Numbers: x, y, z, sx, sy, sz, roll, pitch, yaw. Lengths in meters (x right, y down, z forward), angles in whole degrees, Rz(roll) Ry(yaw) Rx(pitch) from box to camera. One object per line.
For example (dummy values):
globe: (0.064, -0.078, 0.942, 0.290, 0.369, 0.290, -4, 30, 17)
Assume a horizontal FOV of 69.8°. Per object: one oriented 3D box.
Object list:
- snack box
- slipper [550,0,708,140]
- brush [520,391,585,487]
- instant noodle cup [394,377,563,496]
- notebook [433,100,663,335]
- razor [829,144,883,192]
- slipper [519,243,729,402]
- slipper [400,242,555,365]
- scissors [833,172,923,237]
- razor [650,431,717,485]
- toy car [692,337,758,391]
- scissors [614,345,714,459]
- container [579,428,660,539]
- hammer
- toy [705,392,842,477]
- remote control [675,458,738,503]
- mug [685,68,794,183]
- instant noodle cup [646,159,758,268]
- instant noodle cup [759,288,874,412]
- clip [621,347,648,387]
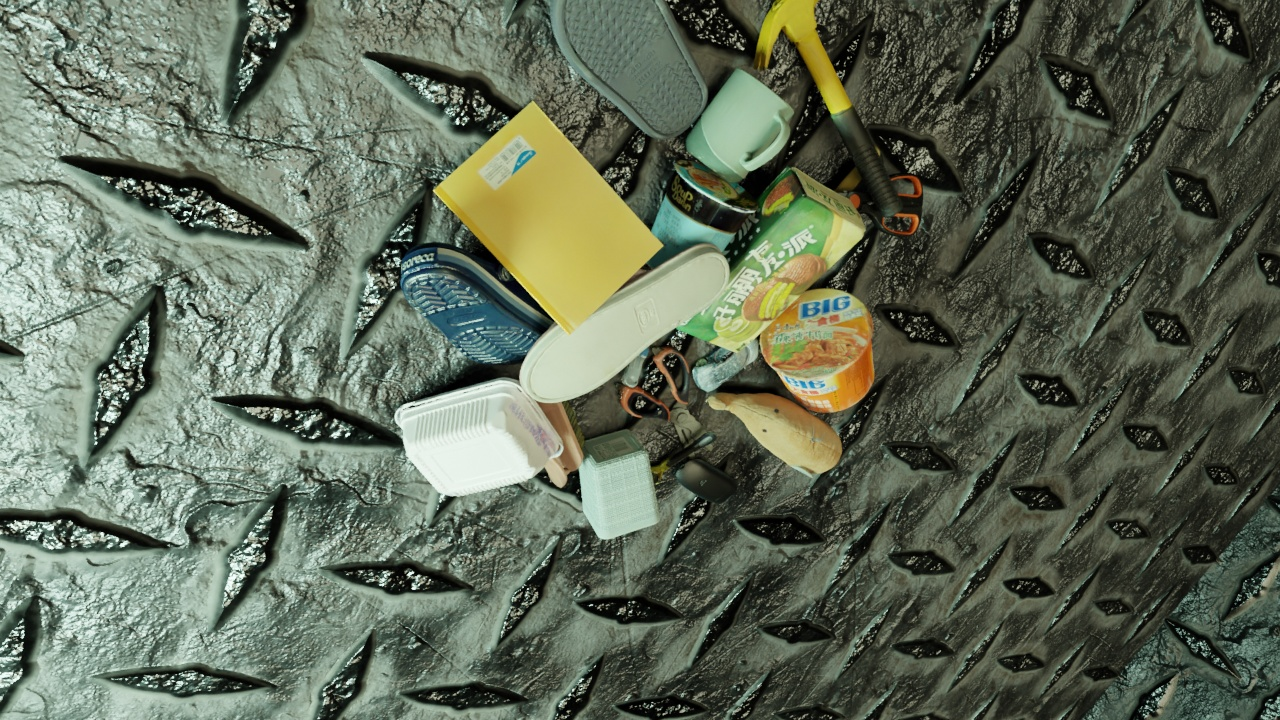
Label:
snack box: (0.149, -0.117, 1.128, 0.114, 0.063, 0.241, 20, 129, -36)
slipper: (-0.019, -0.327, 0.946, 0.111, 0.083, 0.268, -41, 149, 8)
brush: (-0.112, 0.095, 1.153, 0.063, 0.072, 0.146, 2, 137, 20)
instant noodle cup: (-0.193, 0.099, 1.073, 0.174, 0.060, 0.138, -16, 129, 19)
notebook: (-0.094, -0.150, 0.967, 0.145, 0.010, 0.206, -45, 99, -10)
razor: (0.252, -0.209, 1.186, 0.067, 0.062, 0.167, 39, 91, -9)
slipper: (-0.021, -0.049, 1.041, 0.274, 0.054, 0.114, -34, 136, -6)
slipper: (-0.174, -0.069, 1.011, 0.105, 0.095, 0.252, -12, 156, 22)
scissors: (0.274, -0.215, 1.159, 0.234, 0.022, 0.125, 20, 88, -32)
razor: (0.048, 0.141, 1.301, 0.143, 0.022, 0.042, -35, 108, 9)
toy car: (0.120, 0.001, 1.255, 0.105, 0.031, 0.049, -37, 132, -5)
scissors: (0.040, 0.069, 1.266, 0.213, 0.015, 0.197, 2, 118, -31)
container: (-0.033, 0.162, 1.231, 0.089, 0.090, 0.111, -16, 117, -16)
hammer: (0.237, -0.297, 1.087, 0.129, 0.033, 0.301, -37, 116, -2)
toy: (0.192, 0.091, 1.281, 0.226, 0.144, 0.082, 34, 74, -39)
remote control: (0.103, 0.184, 1.362, 0.053, 0.024, 0.136, -47, 135, 11)
mug: (0.117, -0.256, 1.035, 0.082, 0.111, 0.106, 26, 106, -47)
instant noodle cup: (0.061, -0.157, 1.082, 0.111, 0.111, 0.121, 11, 122, -34)
instant noodle cup: (0.250, -0.006, 1.254, 0.151, 0.151, 0.111, -37, 138, -4)
clip: (-0.008, 0.007, 1.189, 0.024, 0.028, 0.057, 16, 90, -13)
